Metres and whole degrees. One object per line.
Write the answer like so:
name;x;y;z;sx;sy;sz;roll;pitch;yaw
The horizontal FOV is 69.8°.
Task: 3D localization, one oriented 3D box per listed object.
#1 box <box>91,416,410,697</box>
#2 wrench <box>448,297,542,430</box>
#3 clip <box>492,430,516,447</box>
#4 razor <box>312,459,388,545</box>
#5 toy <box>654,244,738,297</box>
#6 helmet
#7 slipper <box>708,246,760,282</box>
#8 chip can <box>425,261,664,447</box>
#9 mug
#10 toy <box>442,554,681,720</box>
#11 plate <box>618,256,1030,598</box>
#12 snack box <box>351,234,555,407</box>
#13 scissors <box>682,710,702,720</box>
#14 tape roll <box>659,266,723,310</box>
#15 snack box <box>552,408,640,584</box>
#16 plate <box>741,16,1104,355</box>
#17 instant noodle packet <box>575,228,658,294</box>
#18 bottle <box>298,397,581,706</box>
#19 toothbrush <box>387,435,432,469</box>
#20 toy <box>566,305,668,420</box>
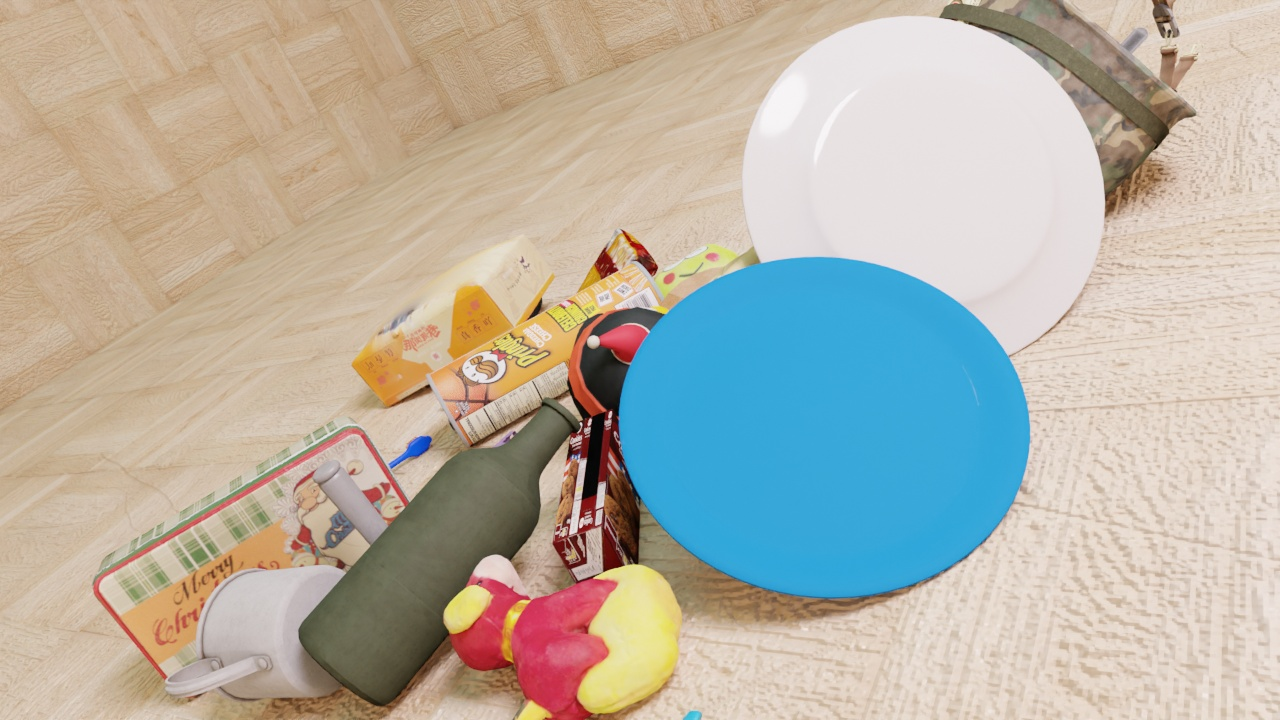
box;-0.269;0.139;0.667;0.205;0.118;0.050;-31;19;-16
wrench;-0.152;-0.008;0.975;0.073;0.022;0.272;-18;24;22
clip;-0.110;0.073;0.774;0.046;0.014;0.050;-13;23;21
razor;-0.179;0.115;0.620;0.047;0.116;0.088;-33;23;-4
toy;0.059;-0.070;0.864;0.092;0.046;0.115;-29;31;-1
helmet;0.320;-0.225;0.713;0.237;0.192;0.224;-52;21;25
slipper;0.083;-0.033;0.677;0.079;0.111;0.260;-7;26;35
chip can;-0.080;-0.007;0.831;0.215;0.075;0.075;-30;23;-9
mug;-0.232;0.177;0.575;0.071;0.084;0.113;-11;9;25
toy;-0.043;0.151;0.490;0.137;0.067;0.105;1;35;24
plate;0.100;0.032;0.523;0.224;0.024;0.223;-4;54;6
snack box;-0.208;-0.050;1.010;0.196;0.080;0.144;-27;20;25
scissors;0.001;0.206;0.379;0.134;0.012;0.134;-25;22;-1
tape roll;0.060;-0.037;0.777;0.094;0.027;0.093;-18;42;17
snack box;-0.025;0.091;0.597;0.032;0.051;0.140;-21;23;11
plate;0.187;-0.113;0.597;0.242;0.242;0.016;-29;-6;-7
instant noodle packet;-0.028;-0.081;0.947;0.099;0.039;0.135;-53;20;10
bottle;-0.114;0.109;0.570;0.206;0.071;0.071;-50;30;-18
toothbrush;-0.266;0.121;0.827;0.182;0.016;0.018;-36;20;-22
toy;-0.004;0.004;0.682;0.099;0.097;0.119;-62;6;-27
